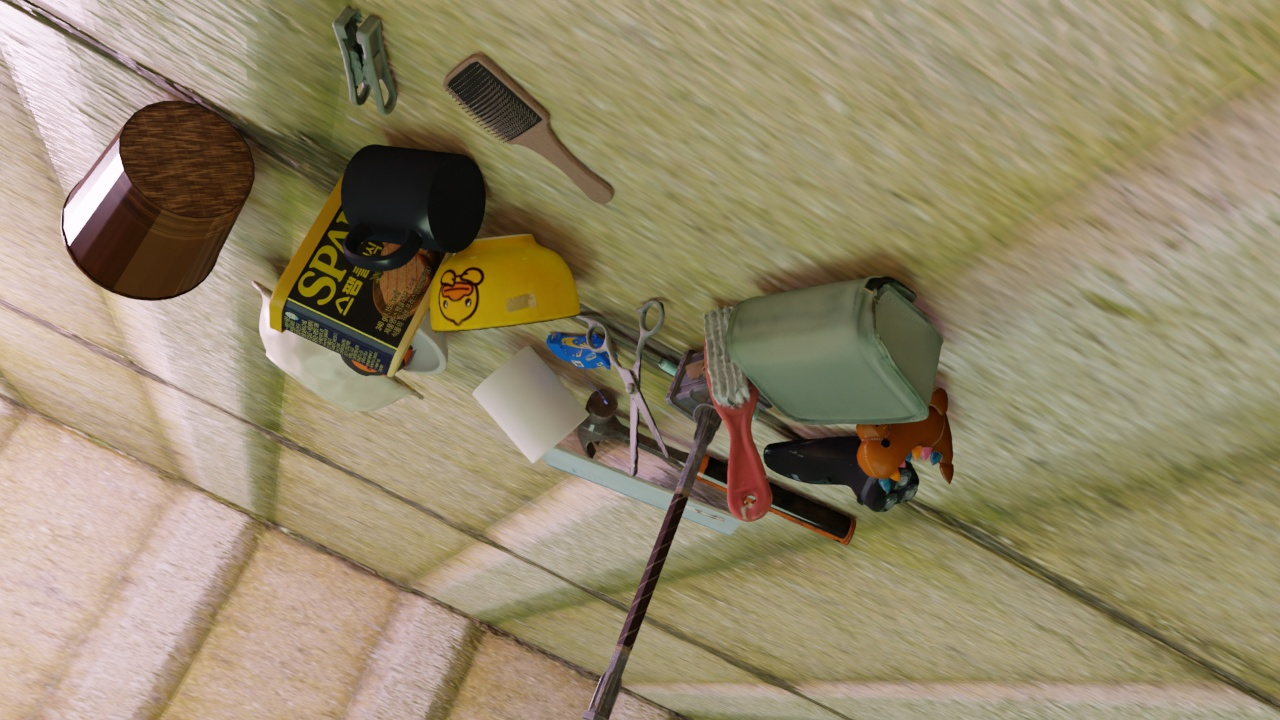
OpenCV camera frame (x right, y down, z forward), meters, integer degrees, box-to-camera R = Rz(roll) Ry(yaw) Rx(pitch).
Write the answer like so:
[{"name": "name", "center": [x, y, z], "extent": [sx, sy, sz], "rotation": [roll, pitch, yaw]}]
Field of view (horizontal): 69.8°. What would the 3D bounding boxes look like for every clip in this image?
[{"name": "clip", "center": [-0.180, -0.194, 0.602], "extent": [0.042, 0.023, 0.076], "rotation": [22, 152, 7]}]

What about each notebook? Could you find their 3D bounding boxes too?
[{"name": "notebook", "center": [-0.005, 0.152, 1.086], "extent": [0.253, 0.009, 0.181], "rotation": [20, 166, 7]}]

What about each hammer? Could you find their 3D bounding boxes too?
[{"name": "hammer", "center": [0.022, 0.125, 0.696], "extent": [0.044, 0.321, 0.099], "rotation": [35, 152, -23]}, {"name": "hammer", "center": [0.079, 0.126, 0.982], "extent": [0.314, 0.034, 0.138], "rotation": [24, 155, -2]}]

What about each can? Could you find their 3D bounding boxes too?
[{"name": "can", "center": [-0.221, -0.068, 0.748], "extent": [0.104, 0.135, 0.075], "rotation": [26, 154, -11]}]

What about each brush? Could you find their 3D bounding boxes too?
[{"name": "brush", "center": [0.068, 0.033, 0.667], "extent": [0.041, 0.172, 0.030], "rotation": [-15, 146, 16]}, {"name": "brush", "center": [-0.071, -0.145, 0.611], "extent": [0.135, 0.015, 0.050], "rotation": [38, 150, -28]}]

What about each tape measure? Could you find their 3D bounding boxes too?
[{"name": "tape measure", "center": [-0.259, -0.012, 0.895], "extent": [0.058, 0.038, 0.059], "rotation": [36, 138, -26]}]

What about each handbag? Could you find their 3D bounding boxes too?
[{"name": "handbag", "center": [0.137, -0.010, 0.637], "extent": [0.122, 0.067, 0.106], "rotation": [-6, 142, 46]}]

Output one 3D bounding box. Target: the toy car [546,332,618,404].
[{"name": "toy car", "center": [-0.056, 0.009, 0.839], "extent": [0.092, 0.061, 0.033], "rotation": [3, 148, 36]}]

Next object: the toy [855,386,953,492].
[{"name": "toy", "center": [0.203, 0.068, 0.695], "extent": [0.071, 0.090, 0.103], "rotation": [-13, 116, 51]}]

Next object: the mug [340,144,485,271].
[{"name": "mug", "center": [-0.172, -0.106, 0.666], "extent": [0.077, 0.104, 0.071], "rotation": [11, 146, 23]}]

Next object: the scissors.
[{"name": "scissors", "center": [-0.015, 0.016, 0.761], "extent": [0.014, 0.141, 0.158], "rotation": [9, -172, -42]}]

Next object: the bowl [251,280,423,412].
[{"name": "bowl", "center": [-0.340, 0.002, 0.993], "extent": [0.219, 0.060, 0.188], "rotation": [39, 172, -30]}]

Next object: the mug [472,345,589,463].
[{"name": "mug", "center": [-0.105, 0.041, 0.917], "extent": [0.090, 0.074, 0.110], "rotation": [49, -170, -1]}]

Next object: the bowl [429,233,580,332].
[{"name": "bowl", "center": [-0.109, -0.062, 0.718], "extent": [0.117, 0.067, 0.117], "rotation": [-6, -173, 1]}]

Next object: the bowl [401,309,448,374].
[{"name": "bowl", "center": [-0.255, -0.043, 0.925], "extent": [0.149, 0.043, 0.150], "rotation": [19, 154, 9]}]

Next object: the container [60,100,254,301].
[{"name": "container", "center": [-0.408, -0.139, 0.787], "extent": [0.132, 0.132, 0.168], "rotation": [37, 146, -25]}]

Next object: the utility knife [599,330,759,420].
[{"name": "utility knife", "center": [0.037, 0.011, 0.823], "extent": [0.165, 0.015, 0.022], "rotation": [29, -175, -9]}]

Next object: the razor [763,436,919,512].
[{"name": "razor", "center": [0.174, 0.100, 0.818], "extent": [0.141, 0.063, 0.053], "rotation": [2, 146, 36]}]
